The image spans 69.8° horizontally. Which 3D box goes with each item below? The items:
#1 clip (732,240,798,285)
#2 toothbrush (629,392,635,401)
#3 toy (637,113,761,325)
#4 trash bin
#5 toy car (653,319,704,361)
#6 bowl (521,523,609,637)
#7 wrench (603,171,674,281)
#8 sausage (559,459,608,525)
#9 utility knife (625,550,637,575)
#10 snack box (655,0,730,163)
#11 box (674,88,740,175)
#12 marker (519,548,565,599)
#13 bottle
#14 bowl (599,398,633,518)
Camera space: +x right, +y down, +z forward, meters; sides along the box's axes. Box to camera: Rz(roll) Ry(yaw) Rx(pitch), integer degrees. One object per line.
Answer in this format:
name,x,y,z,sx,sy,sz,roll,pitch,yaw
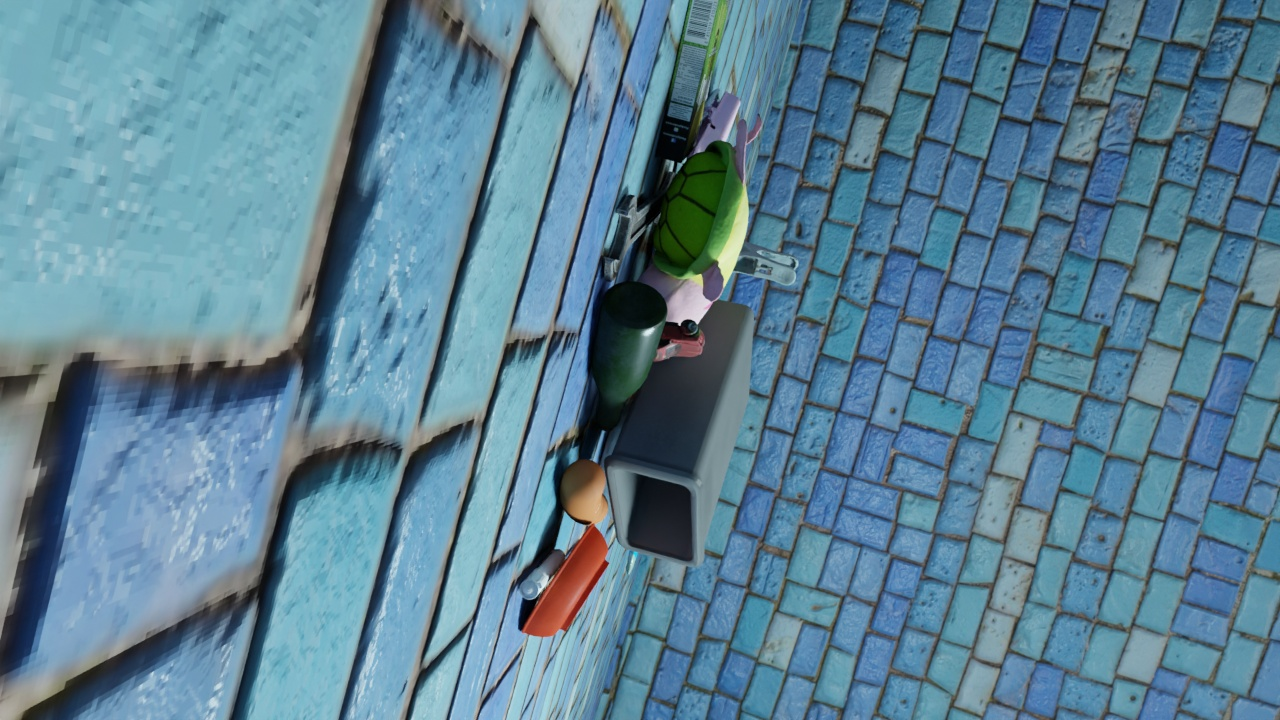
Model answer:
clip,0.102,-0.119,1.098,0.142,0.172,0.029,-47,153,-55
toothbrush,-0.024,0.121,1.267,0.015,0.015,0.185,-69,172,-61
toy,0.056,-0.121,0.871,0.189,0.087,0.239,-94,-156,-58
trash bin,0.048,0.073,0.969,0.192,0.098,0.219,85,22,-53
toy car,0.014,-0.020,0.849,0.042,0.091,0.036,93,1,-66
bowl,-0.065,0.216,0.875,0.122,0.035,0.122,-56,174,-9
wrench,0.003,-0.132,0.844,0.272,0.010,0.070,-59,165,-68
sausage,-0.053,0.128,0.865,0.044,0.039,0.164,-30,164,-10
utility knife,0.004,0.181,1.100,0.031,0.015,0.158,102,6,-52
snack box,0.049,-0.262,0.836,0.080,0.025,0.148,-62,167,-64
box,0.073,-0.249,1.065,0.201,0.044,0.087,-67,176,-53
marker,-0.086,0.194,0.845,0.133,0.020,0.017,-5,75,-84
bottle,-0.019,0.007,0.815,0.175,0.055,0.055,105,5,-50
bowl,-0.012,0.119,1.148,0.188,0.060,0.219,46,59,-83
